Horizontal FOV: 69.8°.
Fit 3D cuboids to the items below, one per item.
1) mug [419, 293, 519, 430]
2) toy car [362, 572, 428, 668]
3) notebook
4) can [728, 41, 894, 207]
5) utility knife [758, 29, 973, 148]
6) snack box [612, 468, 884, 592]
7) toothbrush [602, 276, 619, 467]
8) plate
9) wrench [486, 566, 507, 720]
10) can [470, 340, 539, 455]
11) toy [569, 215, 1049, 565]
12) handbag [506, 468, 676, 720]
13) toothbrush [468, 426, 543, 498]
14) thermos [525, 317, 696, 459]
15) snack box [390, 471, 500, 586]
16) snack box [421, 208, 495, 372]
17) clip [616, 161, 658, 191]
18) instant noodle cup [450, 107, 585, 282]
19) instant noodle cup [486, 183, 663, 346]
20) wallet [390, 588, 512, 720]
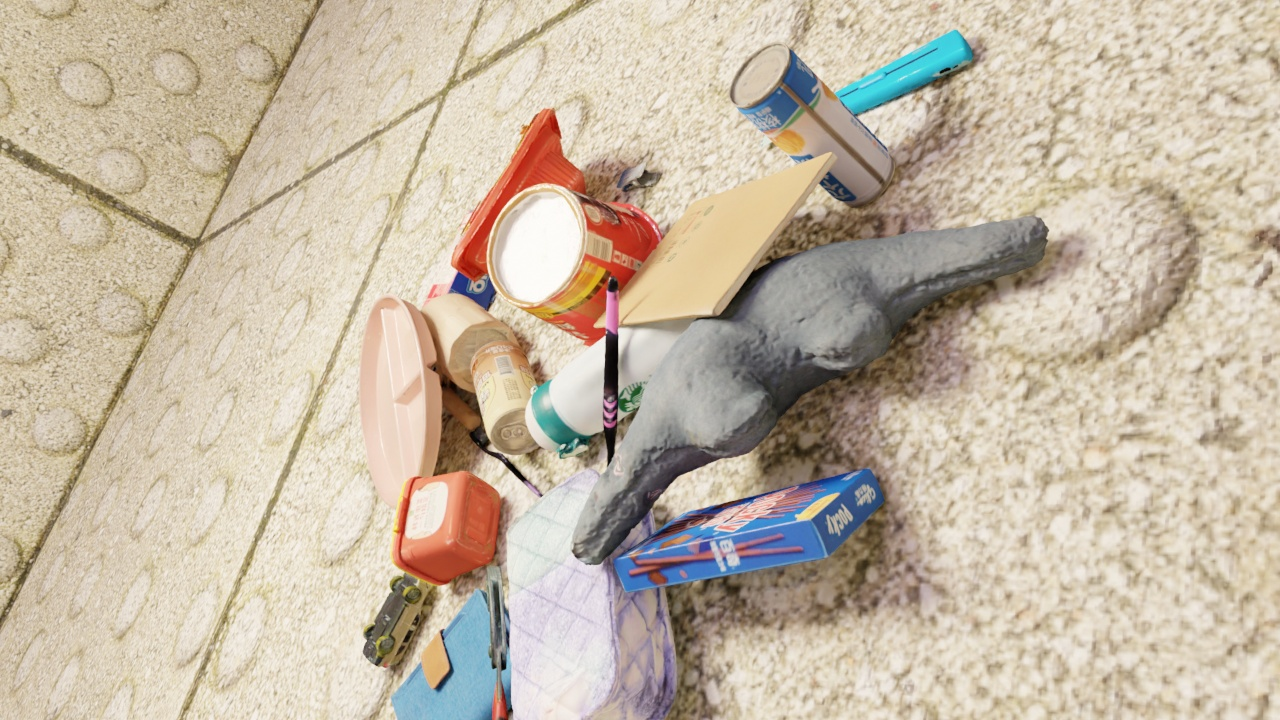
[{"bbox_3d":[-0.188,0.001,0.975,0.103,0.084,0.125,30,113,54],"label":"mug"},{"bbox_3d":[-0.229,0.243,0.868,0.042,0.035,0.090,11,72,52],"label":"toy car"},{"bbox_3d":[0.047,-0.084,0.694,0.147,0.008,0.208,-52,19,-16],"label":"notebook"},{"bbox_3d":[0.126,-0.166,0.661,0.053,0.134,0.053,-31,43,34],"label":"can"},{"bbox_3d":[0.174,-0.212,0.742,0.199,0.018,0.034,-17,52,45],"label":"utility knife"},{"bbox_3d":[0.065,0.108,0.577,0.158,0.084,0.026,-22,91,40],"label":"snack box"},{"bbox_3d":[-0.024,0.029,0.720,0.014,0.017,0.189,3,100,11],"label":"toothbrush"},{"bbox_3d":[-0.259,0.043,0.986,0.230,0.028,0.229,5,96,57],"label":"plate"},{"bbox_3d":[-0.101,0.279,0.654,0.056,0.016,0.273,107,159,-59],"label":"wrench"},{"bbox_3d":[-0.127,0.034,0.882,0.059,0.058,0.116,-47,37,15],"label":"can"},{"bbox_3d":[0.086,0.002,0.607,0.356,0.091,0.137,-37,32,7],"label":"toy"},{"bbox_3d":[-0.041,0.184,0.652,0.134,0.075,0.193,-41,37,30],"label":"handbag"},{"bbox_3d":[-0.124,0.098,0.870,0.016,0.014,0.189,-49,34,-9],"label":"toothbrush"},{"bbox_3d":[-0.004,0.004,0.752,0.225,0.073,0.073,-36,41,29],"label":"thermos"},{"bbox_3d":[-0.176,0.150,0.839,0.080,0.082,0.091,-20,50,28],"label":"snack box"},{"bbox_3d":[-0.209,-0.077,1.068,0.058,0.057,0.207,1,65,53],"label":"snack box"},{"bbox_3d":[-0.005,-0.187,0.937,0.057,0.031,0.025,6,67,57],"label":"clip"},{"bbox_3d":[-0.117,-0.157,0.958,0.189,0.079,0.164,-60,1,0],"label":"instant noodle cup"},{"bbox_3d":[-0.060,-0.091,0.815,0.138,0.108,0.137,-7,77,32],"label":"instant noodle cup"},{"bbox_3d":[-0.148,0.268,0.751,0.133,0.040,0.106,-51,40,8],"label":"wallet"}]
